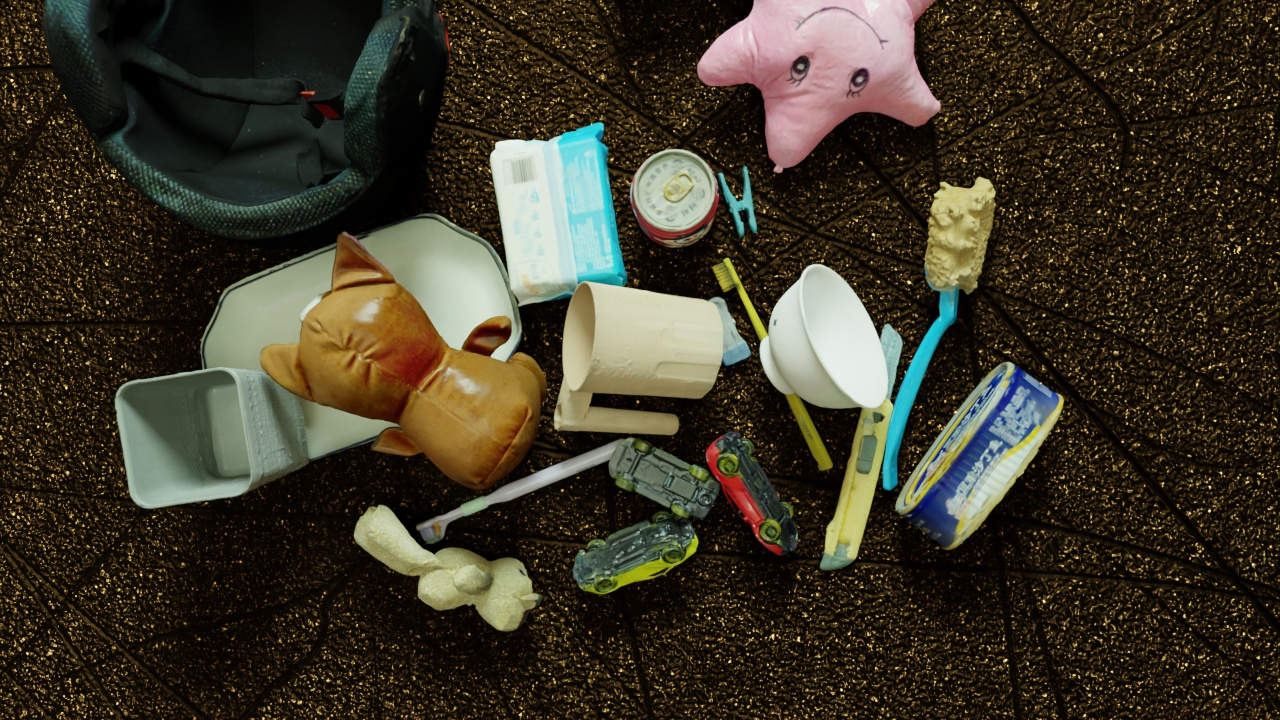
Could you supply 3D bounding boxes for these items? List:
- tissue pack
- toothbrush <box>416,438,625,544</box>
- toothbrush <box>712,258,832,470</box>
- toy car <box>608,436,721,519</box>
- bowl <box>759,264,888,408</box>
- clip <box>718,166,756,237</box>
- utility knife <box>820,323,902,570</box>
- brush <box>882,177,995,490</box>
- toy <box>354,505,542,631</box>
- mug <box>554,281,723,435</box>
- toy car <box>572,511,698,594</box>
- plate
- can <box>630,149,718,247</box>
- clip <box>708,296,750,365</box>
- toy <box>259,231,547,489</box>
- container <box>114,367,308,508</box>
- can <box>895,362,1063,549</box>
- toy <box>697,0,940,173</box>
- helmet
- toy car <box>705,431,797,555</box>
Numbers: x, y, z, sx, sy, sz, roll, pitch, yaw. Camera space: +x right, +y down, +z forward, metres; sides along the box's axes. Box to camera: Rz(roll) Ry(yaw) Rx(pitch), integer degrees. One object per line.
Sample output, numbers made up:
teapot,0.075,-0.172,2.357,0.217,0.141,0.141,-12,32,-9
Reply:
tissue pack,-0.063,-0.114,0.731,0.090,0.063,0.140,-9,90,5
toothbrush,-0.095,0.106,0.760,0.189,0.029,0.021,-24,52,3
toothbrush,0.107,0.004,0.748,0.017,0.015,0.190,-27,90,8
toy car,0.018,0.094,0.743,0.090,0.035,0.042,26,91,-3
bowl,0.133,-0.008,0.712,0.065,0.118,0.118,-26,90,36
clip,0.081,-0.129,0.748,0.040,0.014,0.056,-13,89,4
utility knife,0.183,0.073,0.748,0.031,0.021,0.207,13,88,-3
brush,0.227,-0.020,0.720,0.046,0.083,0.255,19,101,26
toy,-0.155,0.165,0.735,0.157,0.105,0.066,32,50,-14
mug,-0.004,0.004,0.713,0.103,0.084,0.125,5,117,-20
toy car,-0.004,0.159,0.745,0.105,0.048,0.032,-23,123,3
plate,-0.227,-0.016,0.757,0.266,0.034,0.162,-20,90,4
can,0.027,-0.124,0.710,0.066,0.093,0.066,0,91,3
clip,0.069,-0.025,0.748,0.025,0.033,0.057,-21,93,6
toy,-0.167,0.008,0.681,0.199,0.130,0.140,31,91,-20
container,-0.312,0.053,0.688,0.090,0.114,0.090,-8,90,3
can,0.261,0.073,0.711,0.049,0.074,0.148,36,93,5
toy,0.146,-0.229,0.711,0.194,0.074,0.179,15,112,-8
helmet,-0.257,-0.212,0.660,0.233,0.230,0.274,11,82,-5
toy car,0.090,0.108,0.734,0.031,0.049,0.106,-35,87,27
